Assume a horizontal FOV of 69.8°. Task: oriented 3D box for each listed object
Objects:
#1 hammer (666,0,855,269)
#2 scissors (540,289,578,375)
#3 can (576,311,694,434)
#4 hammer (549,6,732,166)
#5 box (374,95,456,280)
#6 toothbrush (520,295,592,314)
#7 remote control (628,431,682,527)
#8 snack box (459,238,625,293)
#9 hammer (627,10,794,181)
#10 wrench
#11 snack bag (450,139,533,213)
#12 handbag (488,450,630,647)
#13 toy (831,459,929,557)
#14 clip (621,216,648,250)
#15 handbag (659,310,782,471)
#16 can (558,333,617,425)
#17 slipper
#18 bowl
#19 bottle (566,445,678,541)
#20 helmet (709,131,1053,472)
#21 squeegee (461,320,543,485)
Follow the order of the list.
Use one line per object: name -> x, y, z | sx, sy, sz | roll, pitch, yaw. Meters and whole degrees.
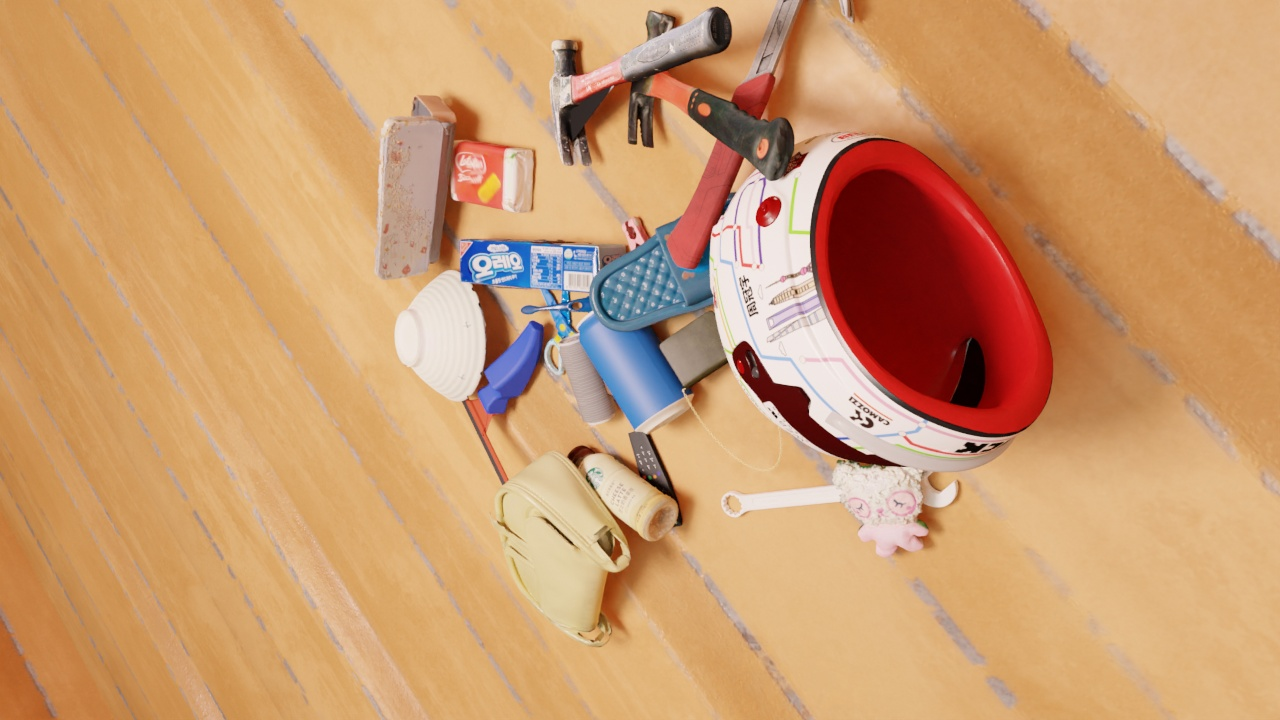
hammer -> 0.101, -0.236, 0.884 | 0.126, 0.036, 0.316 | 28, 105, 25
scissors -> -0.101, -0.039, 1.146 | 0.105, 0.019, 0.132 | -31, 83, 33
can -> -0.006, 0.006, 1.044 | 0.079, 0.078, 0.146 | -39, 79, 37
hammer -> -0.011, -0.281, 0.911 | 0.327, 0.036, 0.140 | 8, 102, 61
box -> -0.294, -0.219, 1.157 | 0.105, 0.096, 0.217 | 55, 140, 43
toothbrush -> -0.086, -0.066, 1.114 | 0.132, 0.016, 0.021 | -3, 95, 24
remote control -> 0.017, 0.143, 1.108 | 0.039, 0.010, 0.124 | -20, 91, 38
snack box -> -0.121, -0.116, 1.104 | 0.227, 0.059, 0.059 | 7, 101, 36
hammer -> 0.056, -0.233, 0.849 | 0.333, 0.033, 0.133 | -127, 48, -57
wrench -> 0.201, 0.142, 0.973 | 0.274, 0.009, 0.047 | -13, 95, 38
snack bag -> -0.185, -0.229, 1.137 | 0.116, 0.036, 0.077 | 17, 113, 32
handbag -> -0.100, 0.241, 1.138 | 0.191, 0.088, 0.233 | 40, 141, 28
toy -> 0.244, 0.148, 0.913 | 0.096, 0.041, 0.109 | -12, 102, 37
clip -> -0.005, -0.132, 1.042 | 0.037, 0.022, 0.058 | -27, 81, 41
handbag -> 0.096, 0.038, 0.991 | 0.084, 0.027, 0.178 | -34, 77, 11
can -> -0.063, 0.022, 1.103 | 0.044, 0.043, 0.106 | -7, 108, 38
slipper -> 0.040, -0.096, 0.966 | 0.214, 0.059, 0.104 | -28, 86, 16
bowl -> -0.277, -0.030, 1.210 | 0.178, 0.070, 0.177 | 8, 100, 51
bottle -> -0.028, 0.154, 1.106 | 0.162, 0.056, 0.057 | 30, 120, 41
helmet -> 0.185, -0.036, 0.792 | 0.237, 0.230, 0.314 | 123, 129, -62
squeegee -> -0.171, 0.019, 1.186 | 0.185, 0.055, 0.249 | -55, 53, 34
